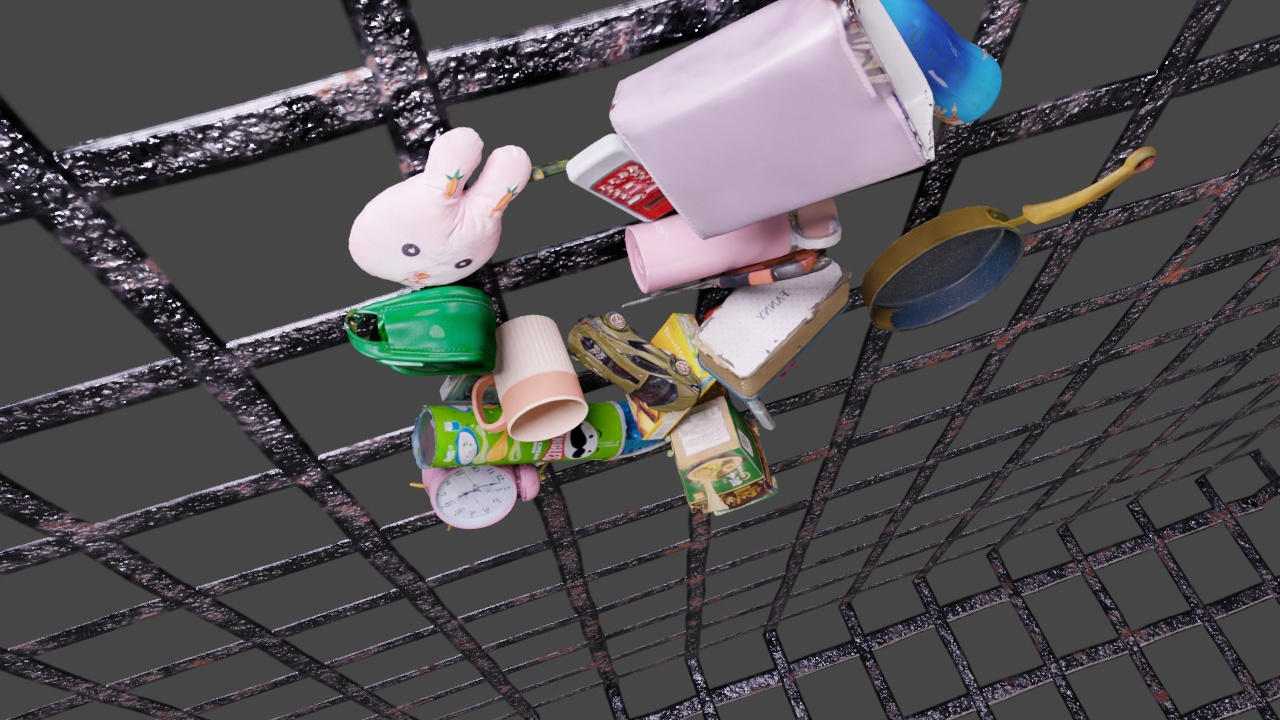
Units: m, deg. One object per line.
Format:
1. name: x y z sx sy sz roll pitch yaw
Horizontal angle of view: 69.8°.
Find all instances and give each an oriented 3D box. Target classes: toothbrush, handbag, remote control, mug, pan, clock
1. toothbrush: -0.019 -0.178 0.764 0.185 0.012 0.017 -18 146 -6
2. handbag: 0.097 -0.187 0.681 0.197 0.098 0.145 -16 141 34
3. remote control: -0.151 0.026 1.021 0.135 0.019 0.056 3 143 -37
4. handbag: -0.192 -0.024 0.830 0.120 0.068 0.131 -3 175 -1
5. mug: -0.122 0.025 0.947 0.115 0.105 0.081 -27 151 12
6. pan: 0.411 -0.138 1.051 0.197 0.078 0.359 4 143 -39
7. remote control: -0.007 -0.153 0.787 0.056 0.020 0.135 -28 159 24
8. clock: -0.186 0.138 1.107 0.158 0.059 0.117 -28 124 1

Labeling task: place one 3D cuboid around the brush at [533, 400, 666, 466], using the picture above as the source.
1. brush: -0.099 0.111 1.174 0.314 0.060 0.110 -9 153 -17

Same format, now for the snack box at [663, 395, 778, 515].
1. snack box: 0.092 0.111 1.124 0.117 0.118 0.106 -22 142 7

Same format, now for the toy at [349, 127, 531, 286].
1. toy: -0.159 -0.117 0.736 0.121 0.054 0.160 9 135 -44

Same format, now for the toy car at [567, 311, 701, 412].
1. toy car: -0.006 0.006 0.989 0.158 0.042 0.070 32 134 -6

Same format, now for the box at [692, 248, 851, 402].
1. box: 0.135 -0.040 0.968 0.184 0.090 0.062 -43 153 -8

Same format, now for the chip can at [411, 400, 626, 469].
1. chip can: -0.134 0.084 1.040 0.235 0.072 0.072 0 145 -31

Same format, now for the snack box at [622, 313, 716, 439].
1. snack box: 0.031 0.020 1.062 0.033 0.086 0.141 1 145 -36

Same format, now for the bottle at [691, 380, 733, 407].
1. bottle: 0.097 0.069 1.220 0.057 0.057 0.175 -23 152 3

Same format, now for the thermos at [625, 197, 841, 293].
1. thermos: 0.091 -0.114 0.871 0.198 0.087 0.067 -14 130 -9

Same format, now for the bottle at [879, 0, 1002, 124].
1. bottle: 0.217 -0.253 0.736 0.218 0.065 0.065 11 138 -45

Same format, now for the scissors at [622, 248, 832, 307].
1. scissors: 0.091 -0.080 0.895 0.222 0.015 0.189 -16 -171 -8

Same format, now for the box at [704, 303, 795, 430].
1. box: 0.141 0.010 1.104 0.095 0.101 0.201 -25 152 9
